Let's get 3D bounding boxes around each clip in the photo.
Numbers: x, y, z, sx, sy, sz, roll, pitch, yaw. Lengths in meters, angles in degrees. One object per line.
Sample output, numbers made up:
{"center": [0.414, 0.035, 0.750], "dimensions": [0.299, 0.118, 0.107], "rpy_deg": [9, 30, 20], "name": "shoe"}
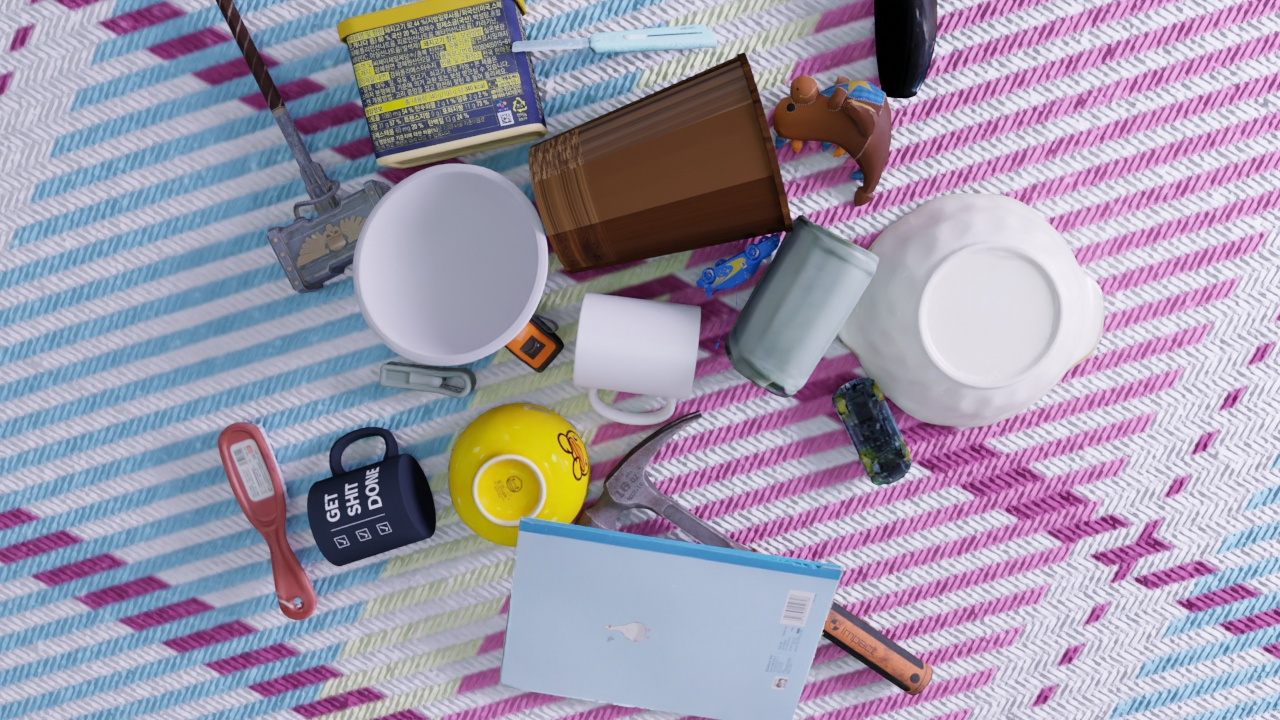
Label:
{"center": [-0.173, 0.015, 0.747], "dimensions": [0.076, 0.042, 0.023], "rpy_deg": [7, 98, 0], "name": "clip"}

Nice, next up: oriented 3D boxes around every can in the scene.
{"center": [-0.145, -0.211, 0.697], "dimensions": [0.135, 0.075, 0.104], "rpy_deg": [-12, 99, 3], "name": "can"}

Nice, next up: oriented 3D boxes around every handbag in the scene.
{"center": [0.120, -0.040, 0.691], "dimensions": [0.067, 0.106, 0.122], "rpy_deg": [29, 102, -1], "name": "handbag"}

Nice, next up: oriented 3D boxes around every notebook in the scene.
{"center": [0.019, 0.217, 0.742], "dimensions": [0.253, 0.009, 0.181], "rpy_deg": [10, 118, -2], "name": "notebook"}

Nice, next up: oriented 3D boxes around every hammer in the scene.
{"center": [0.113, 0.169, 0.757], "dimensions": [0.314, 0.035, 0.138], "rpy_deg": [34, 97, -3], "name": "hammer"}
{"center": [-0.293, -0.218, 0.713], "dimensions": [0.098, 0.044, 0.322], "rpy_deg": [-25, 96, 4], "name": "hammer"}

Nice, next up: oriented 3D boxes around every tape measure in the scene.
{"center": [-0.088, -0.022, 0.725], "dimensions": [0.059, 0.058, 0.038], "rpy_deg": [42, 95, 1], "name": "tape measure"}

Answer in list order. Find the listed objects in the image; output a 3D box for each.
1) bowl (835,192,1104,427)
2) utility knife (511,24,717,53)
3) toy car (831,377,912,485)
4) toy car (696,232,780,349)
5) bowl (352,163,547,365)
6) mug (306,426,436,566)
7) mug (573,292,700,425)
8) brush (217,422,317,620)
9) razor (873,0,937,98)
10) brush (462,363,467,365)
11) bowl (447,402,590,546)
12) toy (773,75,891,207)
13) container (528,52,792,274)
{"center": [0.263, -0.037, 0.715], "dimensions": [0.219, 0.060, 0.188], "rpy_deg": [4, 96, 2], "name": "bowl"}
{"center": [-0.019, -0.238, 0.688], "dimensions": [0.165, 0.015, 0.022], "rpy_deg": [-12, 67, -22], "name": "utility knife"}
{"center": [0.187, 0.057, 0.743], "dimensions": [0.039, 0.027, 0.090], "rpy_deg": [-25, 95, 1], "name": "toy car"}
{"center": [0.081, -0.054, 0.722], "dimensions": [0.092, 0.033, 0.062], "rpy_deg": [-26, 96, 35], "name": "toy car"}
{"center": [-0.135, -0.068, 0.682], "dimensions": [0.150, 0.043, 0.149], "rpy_deg": [-1, 83, 11], "name": "bowl"}
{"center": [-0.220, 0.105, 0.745], "dimensions": [0.077, 0.071, 0.105], "rpy_deg": [-18, 69, 3], "name": "mug"}
{"center": [-0.004, 0.004, 0.726], "dimensions": [0.090, 0.073, 0.111], "rpy_deg": [7, 123, 0], "name": "mug"}
{"center": [-0.304, 0.132, 0.763], "dimensions": [0.041, 0.030, 0.172], "rpy_deg": [-17, 95, 3], "name": "brush"}
{"center": [0.209, -0.271, 0.696], "dimensions": [0.063, 0.053, 0.140], "rpy_deg": [-5, 105, -31], "name": "razor"}
{"center": [-0.139, -0.064, 0.743], "dimensions": [0.050, 0.015, 0.136], "rpy_deg": [24, 97, -2], "name": "brush"}
{"center": [-0.100, 0.097, 0.735], "dimensions": [0.117, 0.067, 0.117], "rpy_deg": [0, 97, 1], "name": "bowl"}
{"center": [0.149, -0.170, 0.715], "dimensions": [0.090, 0.070, 0.103], "rpy_deg": [4, 120, 13], "name": "toy"}
{"center": [0.014, -0.136, 0.680], "dimensions": [0.167, 0.132, 0.132], "rpy_deg": [-16, 96, 9], "name": "container"}
